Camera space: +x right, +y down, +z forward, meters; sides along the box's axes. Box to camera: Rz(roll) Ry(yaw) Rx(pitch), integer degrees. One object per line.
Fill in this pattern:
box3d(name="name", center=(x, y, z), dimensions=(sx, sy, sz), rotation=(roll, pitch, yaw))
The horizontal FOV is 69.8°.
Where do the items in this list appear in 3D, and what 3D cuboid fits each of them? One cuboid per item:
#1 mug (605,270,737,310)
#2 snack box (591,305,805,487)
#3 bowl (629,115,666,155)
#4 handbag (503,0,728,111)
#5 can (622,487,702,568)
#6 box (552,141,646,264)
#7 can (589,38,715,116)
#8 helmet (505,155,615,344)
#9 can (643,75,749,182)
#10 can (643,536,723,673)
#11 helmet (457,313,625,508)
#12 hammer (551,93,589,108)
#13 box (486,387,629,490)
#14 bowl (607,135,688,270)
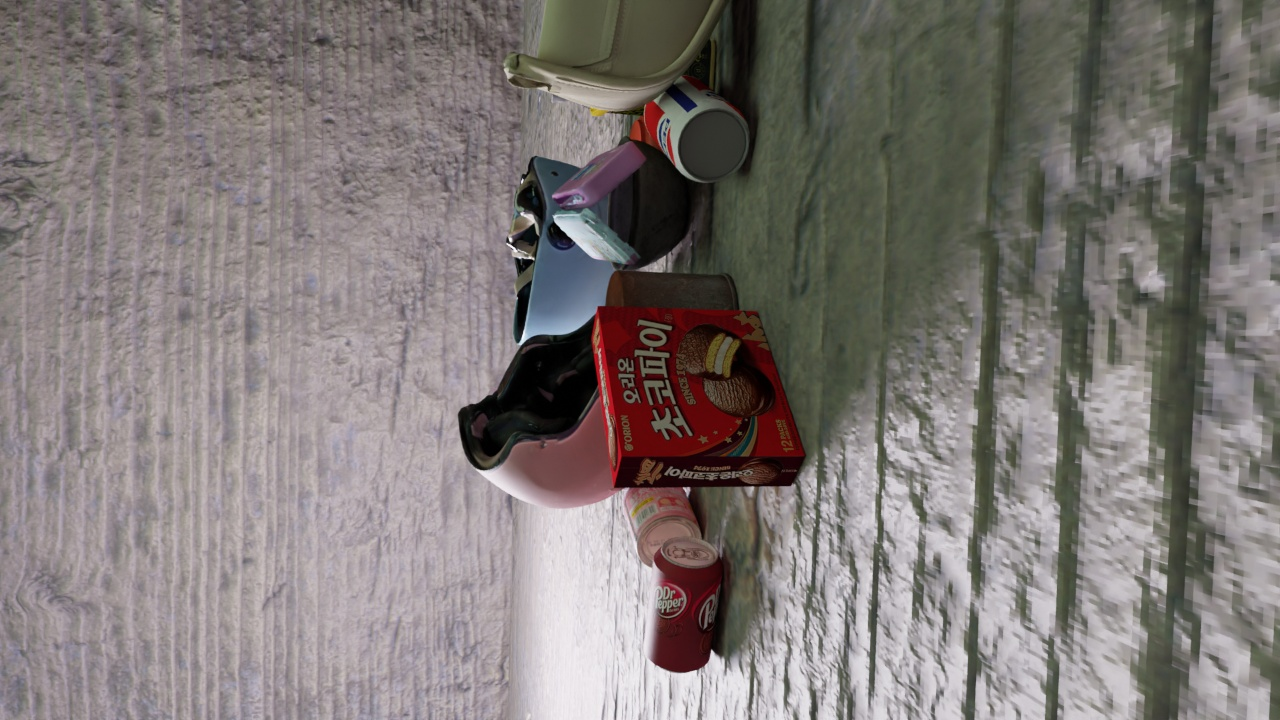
box3d(name="mug", center=(0.027, -0.025, 0.820), dimensions=(0.122, 0.110, 0.096), rotation=(-101, 12, -46))
box3d(name="snack box", center=(0.038, 0.025, 0.699), dimensions=(0.036, 0.132, 0.151), rotation=(103, 163, -44))
box3d(name="bowl", center=(0.009, -0.242, 1.076), dimensions=(0.122, 0.035, 0.122), rotation=(180, 91, -77))
box3d(name="handbag", center=(-0.013, -0.325, 0.800), dimensions=(0.132, 0.184, 0.229), rotation=(173, 107, -77))
box3d(name="can", center=(0.021, 0.160, 0.917), dimensions=(0.076, 0.067, 0.067), rotation=(-113, 27, -61))
box3d(name="box", center=(-0.031, -0.154, 0.944), dimensions=(0.092, 0.089, 0.214), rotation=(49, 176, -14))
box3d(name="can", center=(0.009, -0.287, 0.929), dimensions=(0.131, 0.101, 0.072), rotation=(-147, 59, -75))
box3d(name="helmet", center=(-0.104, -0.143, 1.261), dimensions=(0.226, 0.166, 0.265), rotation=(125, 152, -67))
box3d(name="can", center=(0.049, -0.208, 0.818), dimensions=(0.132, 0.070, 0.070), rotation=(-112, 26, -61))
box3d(name="can", center=(0.039, 0.224, 0.839), dimensions=(0.063, 0.063, 0.114), rotation=(-120, 33, -67))
box3d(name="helmet", center=(-0.054, 0.053, 0.973), dimensions=(0.254, 0.152, 0.230), rotation=(-51, 25, -25))
box3d(name="hammer", center=(-0.048, -0.409, 1.237), dimensions=(0.330, 0.119, 0.031), rotation=(-91, 9, -54))
box3d(name="box", center=(-0.092, 0.107, 1.117), dimensions=(0.058, 0.201, 0.156), rotation=(-94, 12, -58))
box3d(name="bowl", center=(0.010, -0.166, 0.994), dimensions=(0.145, 0.067, 0.145), rotation=(180, 91, -77))
